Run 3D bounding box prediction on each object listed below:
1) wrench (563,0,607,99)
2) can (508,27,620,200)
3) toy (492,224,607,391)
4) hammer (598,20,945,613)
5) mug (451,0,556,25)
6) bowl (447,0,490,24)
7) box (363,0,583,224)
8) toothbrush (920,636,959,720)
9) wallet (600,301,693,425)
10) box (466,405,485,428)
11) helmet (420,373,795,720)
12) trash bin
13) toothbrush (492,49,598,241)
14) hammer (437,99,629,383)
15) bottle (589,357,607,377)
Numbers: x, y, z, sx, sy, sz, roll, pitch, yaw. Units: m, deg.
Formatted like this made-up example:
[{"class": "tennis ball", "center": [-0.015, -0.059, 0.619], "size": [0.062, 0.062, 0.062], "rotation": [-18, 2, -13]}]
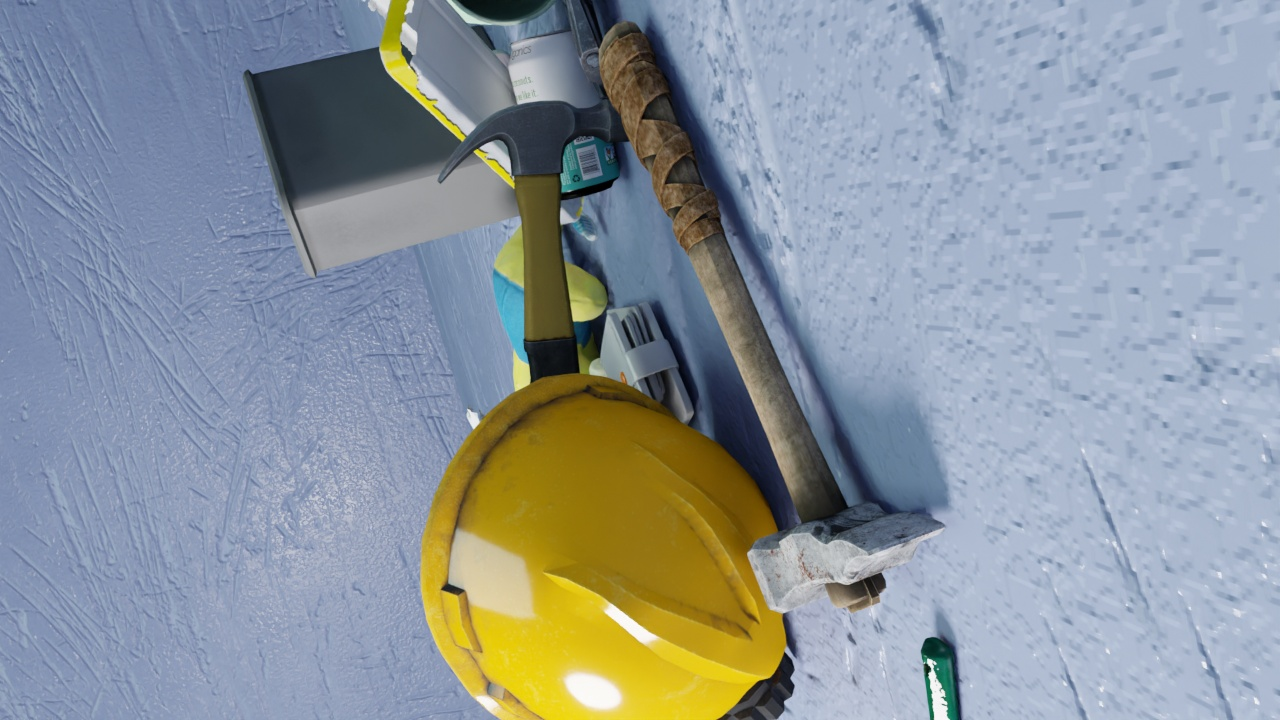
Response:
[{"class": "wrench", "center": [-0.057, -0.262, 0.480], "size": [0.073, 0.022, 0.274], "rotation": [-101, -6, -48]}, {"class": "can", "center": [-0.050, -0.158, 0.595], "size": [0.055, 0.055, 0.102], "rotation": [-148, 42, -67]}, {"class": "toy", "center": [-0.078, -0.009, 0.815], "size": [0.149, 0.084, 0.214], "rotation": [-122, 23, -46]}, {"class": "hammer", "center": [0.043, -0.033, 0.448], "size": [0.122, 0.048, 0.318], "rotation": [115, 136, -65]}, {"class": "mug", "center": [-0.096, -0.281, 0.582], "size": [0.104, 0.084, 0.111], "rotation": [-121, 36, -53]}, {"class": "bowl", "center": [-0.148, -0.329, 0.704], "size": [0.151, 0.077, 0.151], "rotation": [162, 90, -75]}, {"class": "box", "center": [-0.106, -0.176, 0.611], "size": [0.117, 0.057, 0.210], "rotation": [56, -170, 32]}, {"class": "toothbrush", "center": [0.141, 0.208, 0.426], "size": [0.016, 0.017, 0.190], "rotation": [-139, 34, -62]}, {"class": "wallet", "center": [-0.004, 0.004, 0.660], "size": [0.119, 0.037, 0.115], "rotation": [107, 142, -70]}, {"class": "box", "center": [-0.049, 0.073, 0.647], "size": [0.166, 0.092, 0.083], "rotation": [47, 170, 13]}, {"class": "helmet", "center": [0.012, 0.129, 0.513], "size": [0.131, 0.204, 0.255], "rotation": [11, 148, 45]}, {"class": "trash bin", "center": [-0.220, -0.196, 0.831], "size": [0.098, 0.219, 0.191], "rotation": [94, 153, -55]}, {"class": "toothbrush", "center": [-0.081, -0.176, 0.739], "size": [0.027, 0.026, 0.222], "rotation": [-44, 55, 25]}, {"class": "hammer", "center": [-0.053, 0.013, 0.563], "size": [0.025, 0.117, 0.333], "rotation": [-146, 52, -74]}, {"class": "bottle", "center": [-0.021, 0.077, 0.784], "size": [0.045, 0.045, 0.185], "rotation": [-128, 25, -51]}]
